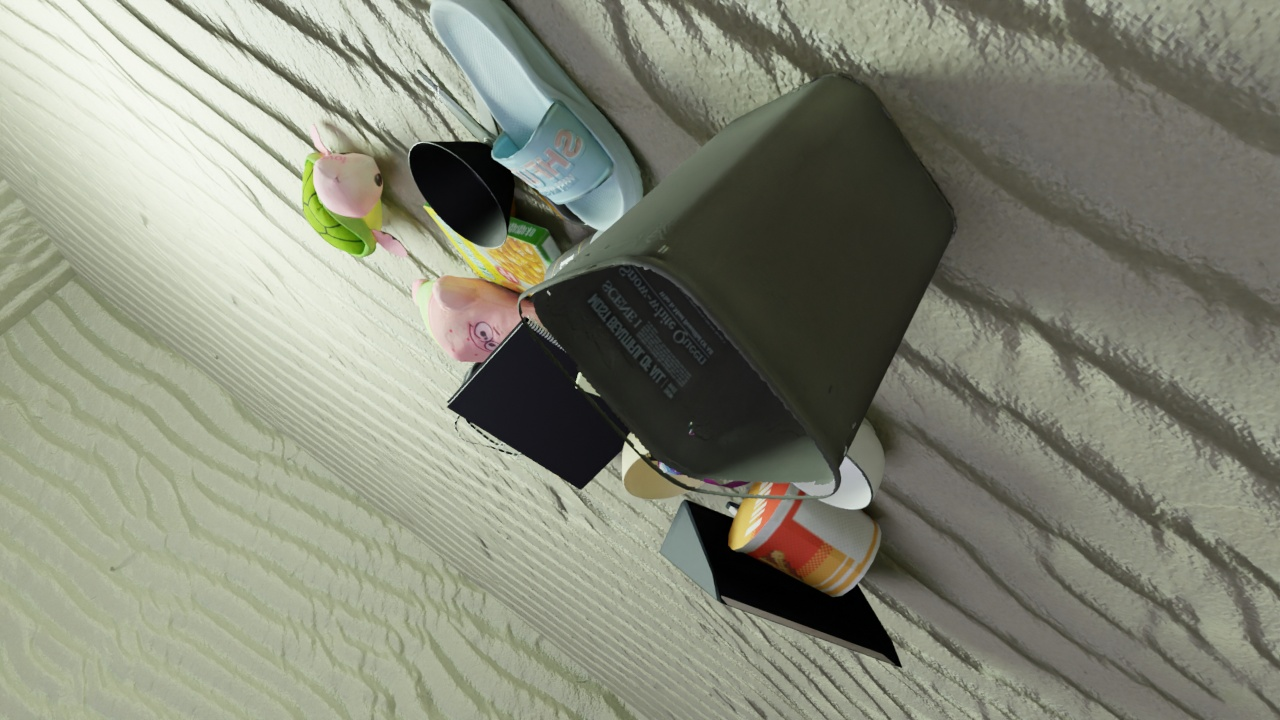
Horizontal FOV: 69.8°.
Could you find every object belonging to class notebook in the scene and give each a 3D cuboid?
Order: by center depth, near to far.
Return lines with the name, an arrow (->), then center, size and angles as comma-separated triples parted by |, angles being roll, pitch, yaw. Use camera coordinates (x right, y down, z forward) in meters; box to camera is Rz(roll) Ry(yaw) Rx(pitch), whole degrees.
notebook -> -0.101, 0.055, 1.090 | 0.206, 0.149, 0.016 | 36, -161, -26

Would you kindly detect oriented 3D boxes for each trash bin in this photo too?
trash bin -> 0.077, -0.055, 0.618 | 0.197, 0.219, 0.198 | 49, 153, -19

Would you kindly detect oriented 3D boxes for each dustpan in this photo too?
dustpan -> 0.148, 0.231, 1.056 | 0.236, 0.080, 0.273 | 24, 177, -19

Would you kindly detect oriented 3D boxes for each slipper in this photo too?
slipper -> -0.096, -0.202, 0.779 | 0.245, 0.074, 0.104 | 50, 153, -18

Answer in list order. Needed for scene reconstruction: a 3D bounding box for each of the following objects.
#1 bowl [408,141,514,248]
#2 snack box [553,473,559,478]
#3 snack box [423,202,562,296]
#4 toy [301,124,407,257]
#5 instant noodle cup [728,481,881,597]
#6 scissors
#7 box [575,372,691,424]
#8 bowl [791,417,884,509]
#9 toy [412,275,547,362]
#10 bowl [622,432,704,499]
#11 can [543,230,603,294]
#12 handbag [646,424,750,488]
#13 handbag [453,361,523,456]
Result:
bowl -> -0.160, -0.174, 0.891 | 0.124, 0.052, 0.124 | 31, 152, 19
snack box -> -0.082, 0.099, 1.219 | 0.040, 0.088, 0.126 | 40, 154, -2
snack box -> -0.144, -0.116, 1.008 | 0.168, 0.027, 0.132 | 23, 160, 31
toy -> -0.365, -0.195, 1.127 | 0.190, 0.087, 0.239 | 60, 155, -12
instant noodle cup -> 0.180, 0.181, 0.986 | 0.121, 0.123, 0.124 | 34, 155, -5
scissors -> -0.139, -0.195, 0.909 | 0.225, 0.016, 0.225 | 42, 154, -6
box -> 0.038, 0.014, 0.877 | 0.188, 0.083, 0.092 | 18, 150, -6
bowl -> 0.183, 0.083, 0.876 | 0.113, 0.063, 0.114 | 31, 153, 17
toy -> -0.184, -0.047, 1.124 | 0.237, 0.096, 0.192 | 4, 148, 34
bowl -> 0.028, 0.101, 1.084 | 0.118, 0.118, 0.074 | 78, 175, -52
can -> -0.040, -0.084, 0.894 | 0.072, 0.071, 0.129 | 46, 153, -13
handbag -> 0.091, 0.102, 0.993 | 0.170, 0.145, 0.068 | 53, -159, -64
handbag -> -0.189, 0.067, 1.282 | 0.153, 0.114, 0.125 | 39, 152, 9
